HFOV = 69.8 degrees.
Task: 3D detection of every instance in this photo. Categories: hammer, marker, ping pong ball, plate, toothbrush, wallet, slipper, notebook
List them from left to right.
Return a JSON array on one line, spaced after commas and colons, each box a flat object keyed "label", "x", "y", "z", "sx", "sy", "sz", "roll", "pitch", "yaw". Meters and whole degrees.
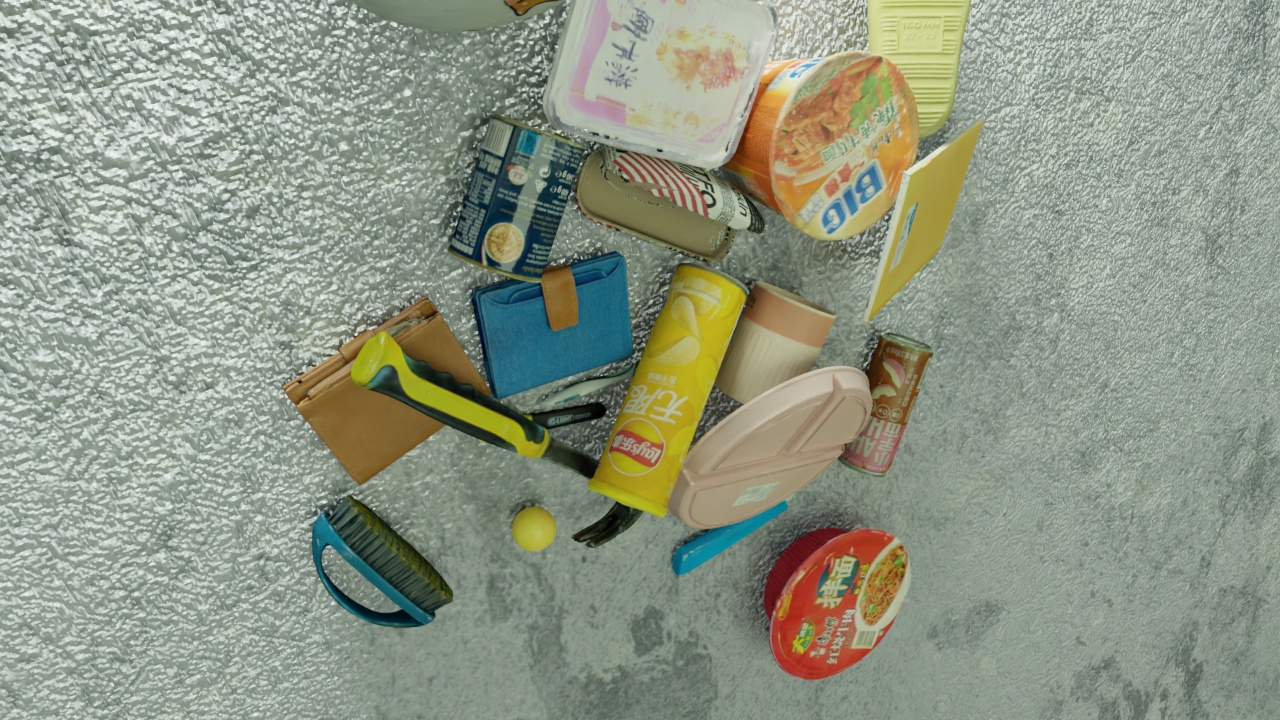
[{"label": "wallet", "x": -0.197, "y": 0.025, "z": 0.729, "sx": 0.131, "sy": 0.031, "sz": 0.108, "roll": -36, "pitch": 126, "yaw": -12}, {"label": "hammer", "x": -0.098, "y": 0.066, "z": 0.764, "sx": 0.323, "sy": 0.032, "sz": 0.126, "roll": 32, "pitch": 79, "yaw": -42}, {"label": "ping pong ball", "x": -0.097, "y": 0.153, "z": 0.833, "sx": 0.040, "sy": 0.040, "sz": 0.040, "roll": -11, "pitch": 115, "yaw": -25}, {"label": "marker", "x": -0.086, "y": 0.054, "z": 0.813, "sx": 0.124, "sy": 0.015, "sz": 0.018, "roll": -10, "pitch": 118, "yaw": -27}, {"label": "wallet", "x": -0.070, "y": -0.031, "z": 0.774, "sx": 0.132, "sy": 0.040, "sz": 0.106, "roll": -18, "pitch": 123, "yaw": -22}, {"label": "toothbrush", "x": -0.005, "y": 0.005, "z": 0.838, "sx": 0.191, "sy": 0.016, "sz": 0.018, "roll": -20, "pitch": 109, "yaw": -21}, {"label": "plate", "x": 0.127, "y": 0.091, "z": 0.875, "sx": 0.229, "sy": 0.028, "sz": 0.230, "roll": -24, "pitch": 150, "yaw": -15}, {"label": "slipper", "x": 0.236, "y": -0.290, "z": 0.815, "sx": 0.091, "sy": 0.081, "sz": 0.190, "roll": 3, "pitch": 95, "yaw": -5}, {"label": "notebook", "x": 0.266, "y": -0.135, "z": 0.856, "sx": 0.205, "sy": 0.010, "sz": 0.146, "roll": -37, "pitch": 144, "yaw": -46}]

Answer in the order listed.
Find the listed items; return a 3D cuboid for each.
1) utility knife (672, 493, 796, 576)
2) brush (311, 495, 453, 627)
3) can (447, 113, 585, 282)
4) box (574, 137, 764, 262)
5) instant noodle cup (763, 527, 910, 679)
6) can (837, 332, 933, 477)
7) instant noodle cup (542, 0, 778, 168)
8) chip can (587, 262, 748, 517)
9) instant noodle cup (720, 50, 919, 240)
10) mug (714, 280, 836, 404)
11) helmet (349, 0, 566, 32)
[{"label": "utility knife", "x": 0.102, "y": 0.177, "z": 0.969, "sx": 0.159, "sy": 0.018, "sz": 0.034, "roll": -27, "pitch": 133, "yaw": -19}, {"label": "brush", "x": -0.221, "y": 0.177, "z": 0.764, "sx": 0.073, "sy": 0.055, "sz": 0.144, "roll": -42, "pitch": 125, "yaw": -8}, {"label": "can", "x": -0.093, "y": -0.124, "z": 0.697, "sx": 0.075, "sy": 0.075, "sz": 0.111, "roll": 13, "pitch": 103, "yaw": -33}, {"label": "box", "x": 0.021, "y": -0.129, "z": 0.773, "sx": 0.162, "sy": 0.076, "sz": 0.088, "roll": 13, "pitch": 132, "yaw": -31}, {"label": "instant noodle cup", "x": 0.211, "y": 0.261, "z": 1.036, "sx": 0.193, "sy": 0.066, "sz": 0.194, "roll": -10, "pitch": 114, "yaw": -25}, {"label": "can", "x": 0.260, "y": 0.047, "z": 0.978, "sx": 0.057, "sy": 0.058, "sz": 0.147, "roll": 8, "pitch": 106, "yaw": -32}, {"label": "instant noodle cup", "x": 0.008, "y": -0.232, "z": 0.703, "sx": 0.173, "sy": 0.060, "sz": 0.138, "roll": 7, "pitch": 113, "yaw": -32}, {"label": "chip can", "x": 0.026, "y": 0.025, "z": 0.795, "sx": 0.072, "sy": 0.072, "sz": 0.213, "roll": 29, "pitch": 79, "yaw": -35}, {"label": "instant noodle cup", "x": 0.141, "y": -0.188, "z": 0.779, "sx": 0.151, "sy": 0.111, "sz": 0.151, "roll": -11, "pitch": 115, "yaw": -25}, {"label": "mug", "x": 0.132, "y": -0.011, "z": 0.877, "sx": 0.114, "sy": 0.082, "sz": 0.106, "roll": 1, "pitch": 115, "yaw": -61}, {"label": "helmet", "x": -0.098, "y": -0.298, "z": 0.559, "sx": 0.273, "sy": 0.230, "sz": 0.157, "roll": -28, "pitch": 164, "yaw": -19}]
